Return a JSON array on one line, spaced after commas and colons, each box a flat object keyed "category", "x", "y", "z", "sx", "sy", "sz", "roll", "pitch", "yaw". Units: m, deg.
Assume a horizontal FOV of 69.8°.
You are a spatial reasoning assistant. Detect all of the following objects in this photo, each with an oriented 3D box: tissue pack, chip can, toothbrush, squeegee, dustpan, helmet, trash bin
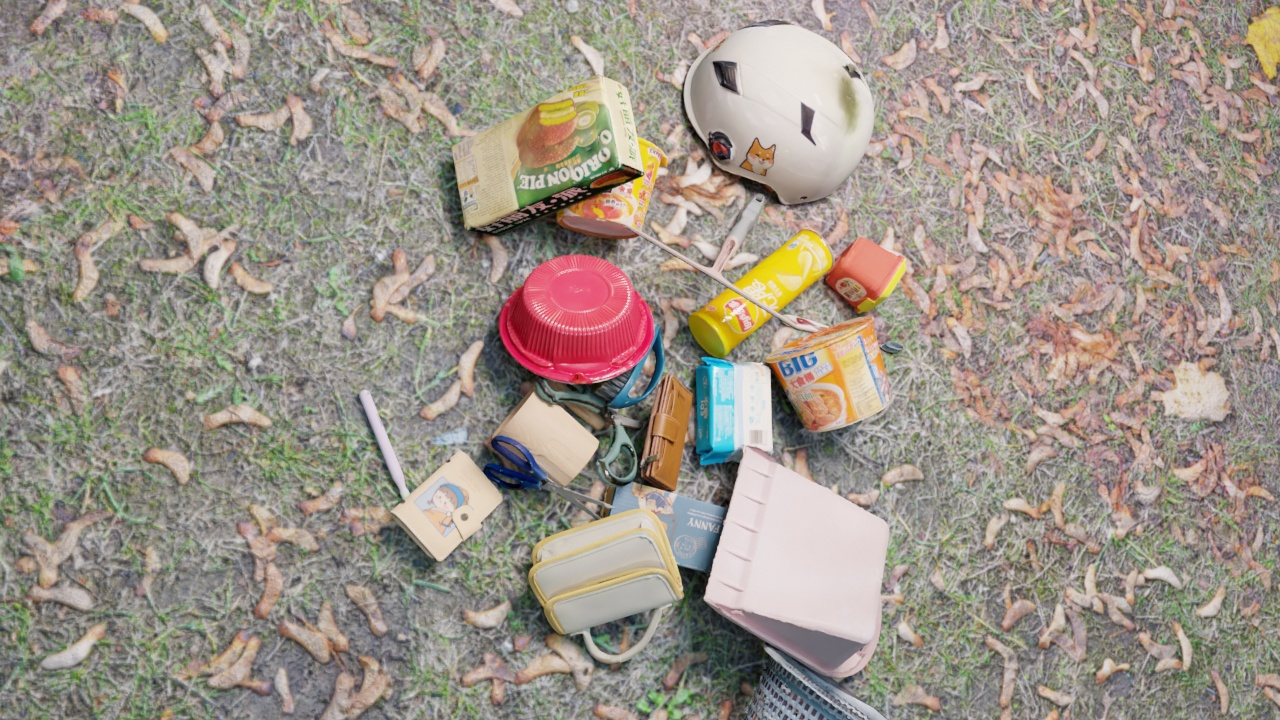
[{"category": "tissue pack", "x": 0.119, "y": 0.066, "z": 1.194, "sx": 0.090, "sy": 0.063, "sz": 0.140, "roll": 2, "pitch": 81, "yaw": -18}, {"category": "chip can", "x": 0.165, "y": -0.091, "z": 1.233, "sx": 0.213, "sy": 0.072, "sz": 0.072, "roll": -37, "pitch": 91, "yaw": -19}, {"category": "toothbrush", "x": -0.292, "y": 0.121, "z": 1.090, "sx": 0.021, "sy": 0.029, "sz": 0.189, "roll": -27, "pitch": 86, "yaw": 19}, {"category": "toothbrush", "x": 0.283, "y": -0.037, "z": 1.285, "sx": 0.187, "sy": 0.017, "sz": 0.016, "roll": 14, "pitch": 75, "yaw": -14}, {"category": "squeegee", "x": 0.123, "y": -0.156, "z": 1.211, "sx": 0.247, "sy": 0.040, "sz": 0.248, "roll": 31, "pitch": 41, "yaw": 1}, {"category": "dustpan", "x": 0.201, "y": 0.271, "z": 1.148, "sx": 0.273, "sy": 0.139, "sz": 0.221, "roll": 24, "pitch": 55, "yaw": 0}, {"category": "helmet", "x": 0.205, "y": -0.356, "z": 1.250, "sx": 0.274, "sy": 0.157, "sz": 0.229, "roll": 40, "pitch": 71, "yaw": -5}, {"category": "trash bin", "x": 0.190, "y": 0.476, "z": 1.072, "sx": 0.226, "sy": 0.227, "sz": 0.195, "roll": 35, "pitch": 85, "yaw": -7}]

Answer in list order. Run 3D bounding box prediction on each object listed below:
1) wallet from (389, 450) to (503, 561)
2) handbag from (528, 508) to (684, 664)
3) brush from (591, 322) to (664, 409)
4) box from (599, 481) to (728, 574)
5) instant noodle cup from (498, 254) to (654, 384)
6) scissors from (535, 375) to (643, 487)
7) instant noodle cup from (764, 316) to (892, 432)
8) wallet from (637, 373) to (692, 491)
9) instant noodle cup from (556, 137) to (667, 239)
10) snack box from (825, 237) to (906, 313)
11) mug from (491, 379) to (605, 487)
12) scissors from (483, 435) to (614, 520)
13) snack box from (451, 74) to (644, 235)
[{"category": "wallet", "x": -0.225, "y": 0.174, "z": 1.085, "sx": 0.087, "sy": 0.024, "sz": 0.114, "roll": 47, "pitch": 53, "yaw": -1}, {"category": "handbag", "x": -0.031, "y": 0.280, "z": 1.081, "sx": 0.163, "sy": 0.063, "sz": 0.179, "roll": -19, "pitch": 106, "yaw": 8}, {"category": "brush", "x": -0.007, "y": 0.007, "z": 1.158, "sx": 0.073, "sy": 0.055, "sz": 0.143, "roll": 37, "pitch": 48, "yaw": -15}, {"category": "box", "x": 0.039, "y": 0.212, "z": 1.146, "sx": 0.184, "sy": 0.059, "sz": 0.089, "roll": 15, "pitch": 76, "yaw": -11}, {"category": "instant noodle cup", "x": -0.077, "y": -0.064, "z": 1.118, "sx": 0.194, "sy": 0.066, "sz": 0.193, "roll": 2, "pitch": 48, "yaw": -3}, {"category": "scissors", "x": -0.061, "y": 0.069, "z": 1.109, "sx": 0.179, "sy": 0.019, "sz": 0.169, "roll": 36, "pitch": 31, "yaw": -18}, {"category": "instant noodle cup", "x": 0.254, "y": 0.021, "z": 1.203, "sx": 0.151, "sy": 0.151, "sz": 0.111, "roll": -24, "pitch": 95, "yaw": -19}, {"category": "wallet", "x": 0.031, "y": 0.090, "z": 1.144, "sx": 0.035, "sy": 0.119, "sz": 0.130, "roll": 8, "pitch": 76, "yaw": 16}, {"category": "instant noodle cup", "x": -0.045, "y": -0.220, "z": 1.170, "sx": 0.138, "sy": 0.138, "sz": 0.109, "roll": 10, "pitch": 85, "yaw": -14}, {"category": "snack box", "x": 0.310, "y": -0.122, "z": 1.273, "sx": 0.080, "sy": 0.091, "sz": 0.081, "roll": 36, "pitch": 72, "yaw": 1}, {"category": "mug", "x": -0.106, "y": 0.083, "z": 1.125, "sx": 0.103, "sy": 0.084, "sz": 0.124, "roll": 41, "pitch": 45, "yaw": -8}, {"category": "scissors", "x": -0.117, "y": 0.148, "z": 1.093, "sx": 0.165, "sy": 0.157, "sz": 0.012, "roll": 52, "pitch": 43, "yaw": -23}, {"category": "snack box", "x": -0.116, "y": -0.241, "z": 1.106, "sx": 0.063, "sy": 0.241, "sz": 0.114, "roll": 1, "pitch": 76, "yaw": -58}]
